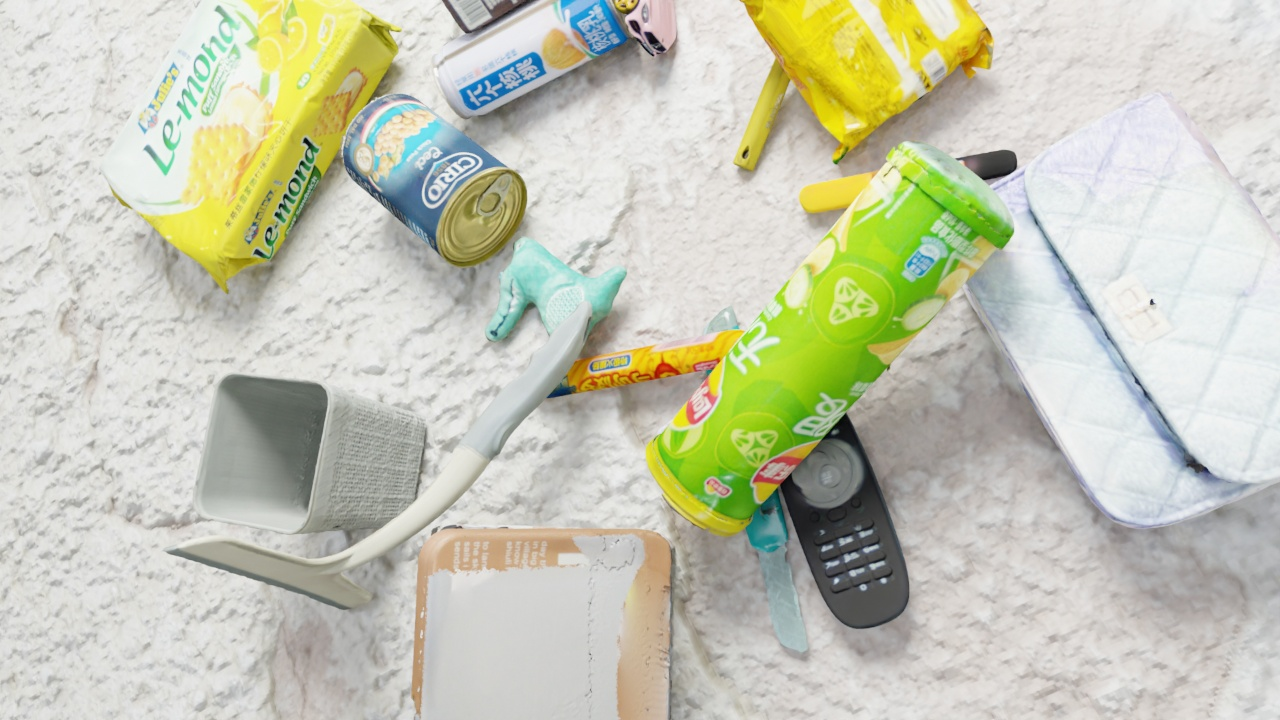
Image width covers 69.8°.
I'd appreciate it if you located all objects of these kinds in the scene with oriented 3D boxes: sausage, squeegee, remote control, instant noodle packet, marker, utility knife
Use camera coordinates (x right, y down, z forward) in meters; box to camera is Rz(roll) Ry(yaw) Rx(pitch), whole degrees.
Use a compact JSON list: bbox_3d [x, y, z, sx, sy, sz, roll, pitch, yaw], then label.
[{"bbox_3d":[-0.003,0.003,0.569,0.165,0.021,0.021,-11,76,26],"label":"sausage"},{"bbox_3d":[-0.107,0.056,0.537,0.039,0.247,0.246,43,75,15],"label":"squeegee"},{"bbox_3d":[0.110,0.081,0.515,0.053,0.024,0.136,-24,70,18],"label":"remote control"},{"bbox_3d":[0.127,-0.195,0.531,0.111,0.044,0.128,-34,100,14],"label":"instant noodle packet"},{"bbox_3d":[0.156,-0.105,0.540,0.124,0.015,0.018,-9,78,17],"label":"marker"},{"bbox_3d":[0.067,0.066,0.541,0.029,0.013,0.207,-18,74,19],"label":"utility knife"}]

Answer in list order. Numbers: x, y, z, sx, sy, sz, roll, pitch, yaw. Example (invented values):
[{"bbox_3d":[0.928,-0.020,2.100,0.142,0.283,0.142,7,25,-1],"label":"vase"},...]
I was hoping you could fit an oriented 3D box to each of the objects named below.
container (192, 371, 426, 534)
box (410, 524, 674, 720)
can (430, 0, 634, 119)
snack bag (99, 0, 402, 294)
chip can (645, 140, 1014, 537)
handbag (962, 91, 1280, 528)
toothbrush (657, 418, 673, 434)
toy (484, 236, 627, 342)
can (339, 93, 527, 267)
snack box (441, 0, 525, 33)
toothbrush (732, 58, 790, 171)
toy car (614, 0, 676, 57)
[{"bbox_3d":[-0.204,0.064,0.591,0.090,0.114,0.090,5,81,22],"label":"container"},{"bbox_3d":[-0.060,0.177,0.479,0.153,0.178,0.182,-3,78,22],"label":"box"},{"bbox_3d":[-0.075,-0.217,0.629,0.135,0.053,0.053,-22,72,16],"label":"can"},{"bbox_3d":[-0.295,-0.189,0.702,0.158,0.068,0.246,35,93,23],"label":"snack bag"},{"bbox_3d":[0.093,-0.008,0.474,0.072,0.072,0.222,47,112,22],"label":"chip can"},{"bbox_3d":[0.250,-0.020,0.453,0.134,0.075,0.193,-30,71,15],"label":"handbag"},{"bbox_3d":[0.088,-0.005,0.535,0.189,0.021,0.029,-35,31,7],"label":"toothbrush"},{"bbox_3d":[-0.062,-0.042,0.605,0.092,0.030,0.096,41,103,28],"label":"toy"},{"bbox_3d":[-0.142,-0.124,0.626,0.111,0.075,0.075,39,95,24],"label":"can"},{"bbox_3d":[-0.078,-0.293,0.621,0.126,0.053,0.113,-23,41,16],"label":"snack box"},{"bbox_3d":[0.098,-0.208,0.559,0.016,0.016,0.190,25,102,15],"label":"toothbrush"},{"bbox_3d":[0.003,-0.262,0.608,0.037,0.056,0.122,-16,75,25],"label":"toy car"}]
